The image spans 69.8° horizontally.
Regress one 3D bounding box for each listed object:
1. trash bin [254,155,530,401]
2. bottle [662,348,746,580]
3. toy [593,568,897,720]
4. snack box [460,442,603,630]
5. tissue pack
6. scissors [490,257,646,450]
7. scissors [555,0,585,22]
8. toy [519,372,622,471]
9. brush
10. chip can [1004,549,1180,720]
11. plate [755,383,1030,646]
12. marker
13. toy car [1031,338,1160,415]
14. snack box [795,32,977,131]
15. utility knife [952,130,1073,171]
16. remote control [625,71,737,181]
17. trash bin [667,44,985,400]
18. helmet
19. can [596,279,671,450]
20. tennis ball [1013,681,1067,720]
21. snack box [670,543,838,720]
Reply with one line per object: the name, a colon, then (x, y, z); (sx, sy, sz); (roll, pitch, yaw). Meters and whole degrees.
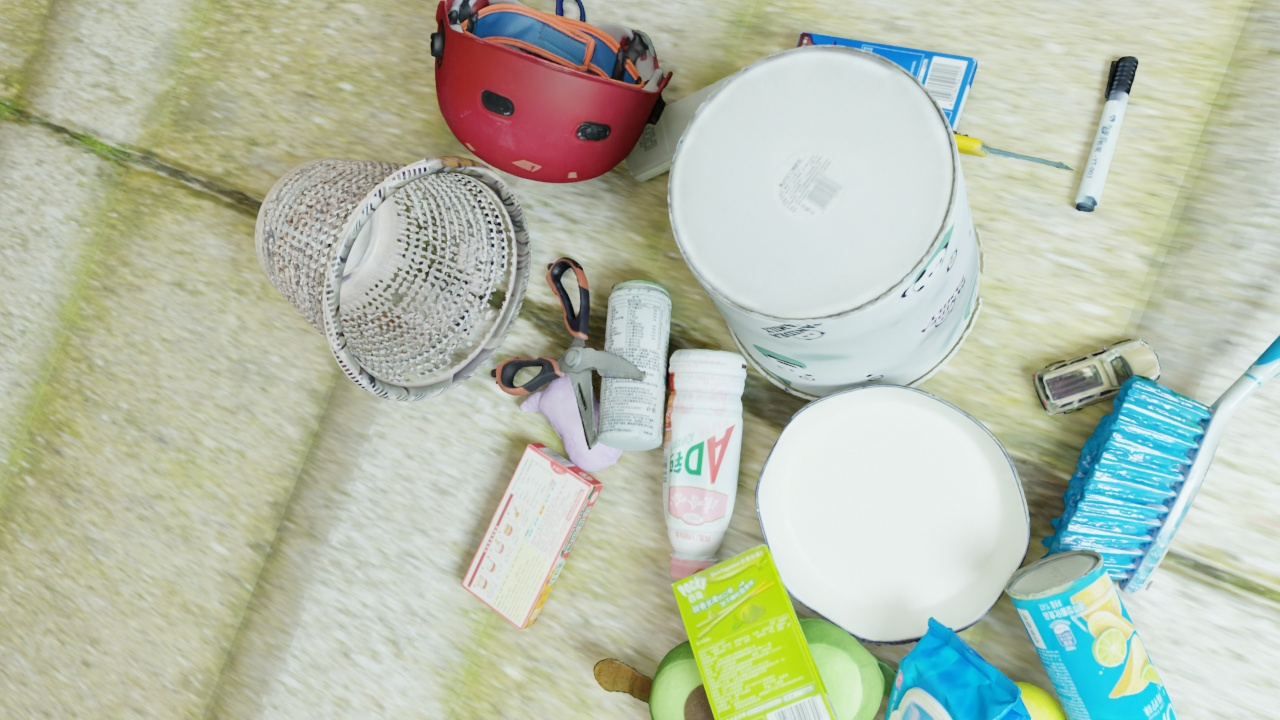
trash bin: (-0.249, -0.099, 0.868); (0.192, 0.227, 0.227); (24, 90, 34)
bottle: (0.053, 0.090, 0.795); (0.068, 0.068, 0.197); (2, 85, 20)
toy: (0.084, 0.280, 0.743); (0.247, 0.090, 0.227); (-26, 81, 18)
snack box: (-0.102, 0.162, 0.849); (0.077, 0.027, 0.156); (30, 101, 21)
tissue pack: (0.223, 0.275, 0.670); (0.095, 0.052, 0.157); (43, 131, 55)
scissors: (-0.066, -0.011, 0.837); (0.226, 0.015, 0.188); (-3, 68, 45)
scissors: (-0.091, -0.297, 0.934); (0.176, 0.012, 0.162); (20, 90, 19)
toy: (-0.059, 0.057, 0.855); (0.084, 0.038, 0.108); (-43, 76, 21)
brush: (0.407, 0.032, 0.665); (0.109, 0.060, 0.315); (24, 100, 15)
chip can: (0.335, 0.243, 0.642); (0.071, 0.071, 0.210); (-26, 87, 14)
plate: (0.196, 0.119, 0.728); (0.205, 0.045, 0.205); (3, 98, 20)
marker: (0.377, -0.184, 0.745); (0.023, 0.018, 0.130); (16, 87, 46)
toy car: (0.356, 0.012, 0.714); (0.090, 0.035, 0.042); (-20, 78, 13)
snack box: (0.205, -0.234, 0.809); (0.157, 0.026, 0.084); (18, 90, 22)
utility knife: (0.245, -0.184, 0.759); (0.219, 0.033, 0.015); (17, 97, 18)
remote control: (0.052, -0.219, 0.855); (0.150, 0.021, 0.058); (-19, 69, 26)
trash bin: (0.141, -0.094, 0.689); (0.230, 0.251, 0.229); (-3, 80, 19)
helmet: (-0.088, -0.227, 0.814); (0.207, 0.239, 0.144); (12, 119, -13)
can: (-0.005, 0.005, 0.821); (0.058, 0.058, 0.146); (-2, 71, 19)
tennis ball: (0.284, 0.273, 0.683); (0.065, 0.065, 0.065); (-3, 81, 19)
snack box: (0.086, 0.227, 0.697); (0.086, 0.026, 0.156); (-26, 55, 9)
